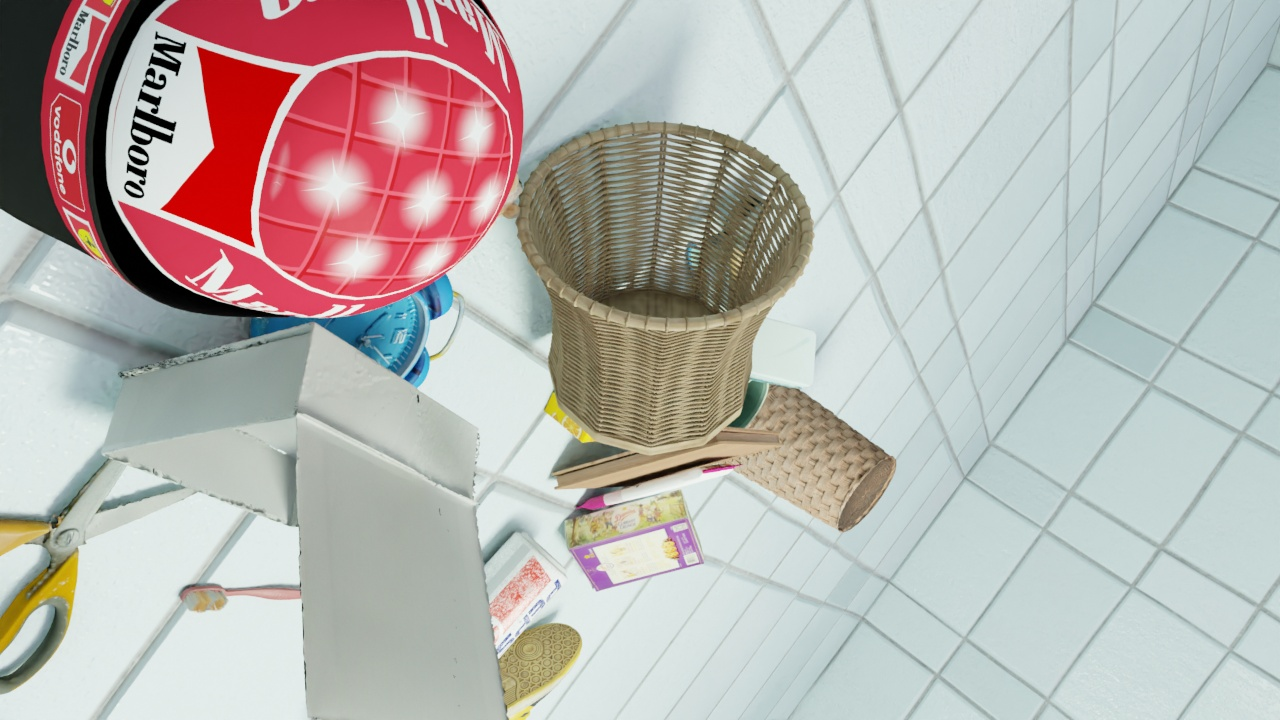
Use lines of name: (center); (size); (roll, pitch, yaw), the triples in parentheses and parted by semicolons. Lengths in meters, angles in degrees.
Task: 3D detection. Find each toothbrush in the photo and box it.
toothbrush: (-0.304, 0.199, 0.777); (0.015, 0.015, 0.184); (-52, 152, 9)
toothbrush: (0.068, -0.080, 1.008); (0.022, 0.017, 0.135); (-43, 148, -17)

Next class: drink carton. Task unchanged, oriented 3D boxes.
drink carton: (-0.038, 0.050, 0.950); (0.122, 0.058, 0.041); (3, 118, -55)

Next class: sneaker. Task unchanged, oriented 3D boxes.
sneaker: (-0.168, 0.427, 1.121); (0.237, 0.086, 0.122); (-25, 133, -34)

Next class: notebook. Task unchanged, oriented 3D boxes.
notebook: (0.034, 0.111, 1.014); (0.211, 0.022, 0.169); (-19, 165, 29)

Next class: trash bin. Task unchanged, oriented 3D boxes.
trash bin: (0.212, 0.125, 1.225); (0.151, 0.210, 0.151); (-34, 144, -30)

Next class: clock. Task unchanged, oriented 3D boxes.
clock: (-0.194, -0.026, 0.656); (0.161, 0.060, 0.117); (-9, 128, -52)

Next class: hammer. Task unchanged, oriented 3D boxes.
hammer: (0.115, -0.054, 1.068); (0.131, 0.033, 0.331); (-52, 155, -32)

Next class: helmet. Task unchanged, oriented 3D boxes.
helmet: (-0.177, -0.122, 0.424); (0.270, 0.225, 0.198); (-5, 125, -54)

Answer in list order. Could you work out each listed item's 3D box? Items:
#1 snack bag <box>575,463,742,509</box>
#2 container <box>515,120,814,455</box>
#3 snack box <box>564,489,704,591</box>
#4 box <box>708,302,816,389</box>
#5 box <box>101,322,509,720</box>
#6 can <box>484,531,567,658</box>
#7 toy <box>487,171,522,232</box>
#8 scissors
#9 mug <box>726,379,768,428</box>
snack bag: (0.018, 0.144, 1.050); (0.197, 0.016, 0.070); (-21, 168, 34)
container: (0.014, -0.052, 0.774); (0.226, 0.227, 0.197); (-36, 152, -28)
snack box: (-0.005, 0.223, 1.119); (0.148, 0.040, 0.143); (-15, 145, 2)
box: (0.097, -0.017, 0.969); (0.198, 0.085, 0.071); (11, 137, -28)
box: (-0.131, 0.103, 0.516); (0.149, 0.413, 0.167); (-55, 143, -6)
can: (-0.148, 0.257, 0.987); (0.136, 0.078, 0.078); (-47, 149, -11)
toy: (-0.117, -0.119, 0.655); (0.074, 0.085, 0.105); (-42, 165, 23)
scissors: (-0.389, 0.121, 0.577); (0.225, 0.016, 0.226); (-56, 150, 3)
mug: (0.072, 0.025, 1.034); (0.111, 0.104, 0.084); (8, 114, -57)
